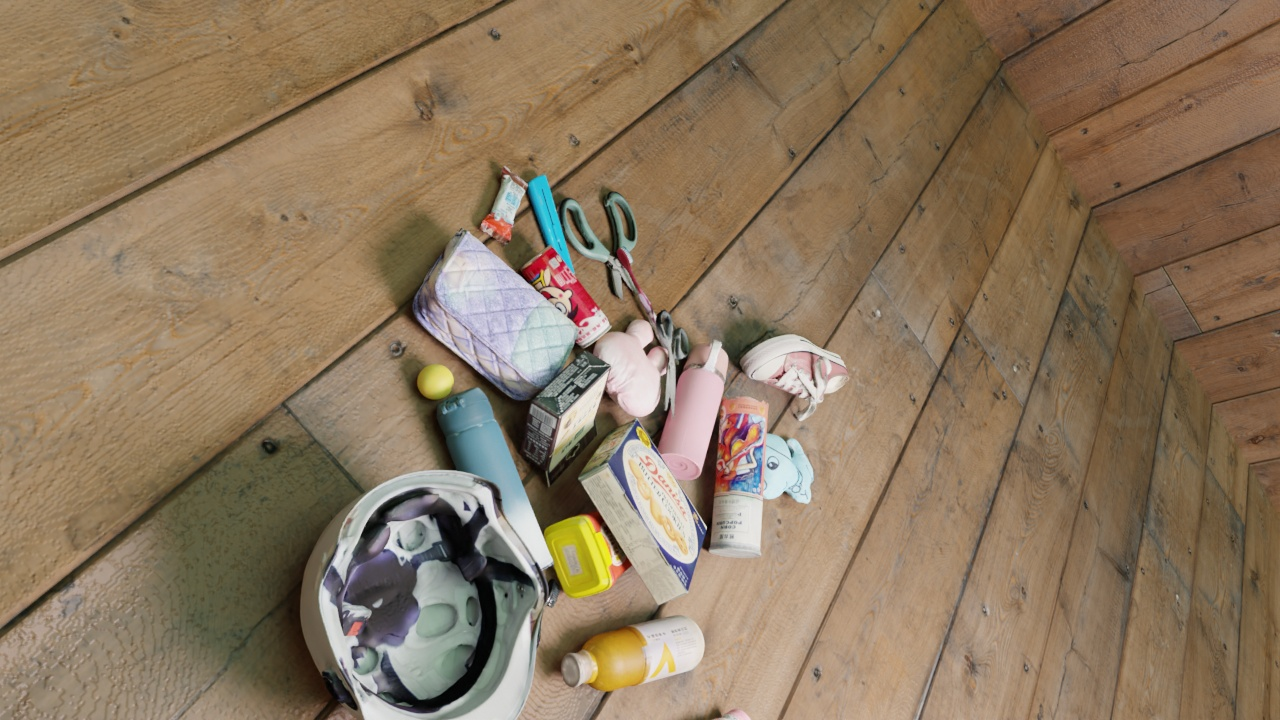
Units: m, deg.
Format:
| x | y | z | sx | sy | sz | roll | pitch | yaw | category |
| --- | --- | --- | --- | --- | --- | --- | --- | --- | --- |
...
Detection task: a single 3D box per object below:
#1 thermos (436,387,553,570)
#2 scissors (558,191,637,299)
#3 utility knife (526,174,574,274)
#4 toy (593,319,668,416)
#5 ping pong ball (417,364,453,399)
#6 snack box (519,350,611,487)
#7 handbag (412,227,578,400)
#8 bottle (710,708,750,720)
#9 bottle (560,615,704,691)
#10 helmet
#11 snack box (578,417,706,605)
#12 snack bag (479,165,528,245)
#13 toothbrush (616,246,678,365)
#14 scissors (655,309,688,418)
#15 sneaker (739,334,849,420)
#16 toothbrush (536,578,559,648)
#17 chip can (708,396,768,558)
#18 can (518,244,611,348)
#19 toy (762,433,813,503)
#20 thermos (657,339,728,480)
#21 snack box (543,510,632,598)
| x | y | z | sx | sy | sz | roll | pitch | yaw | category |
| --- | --- | --- | --- | --- | --- | --- | --- | --- | --- |
| -0.165 | 0.138 | 1.030 | 0.070 | 0.070 | 0.220 | -18 | 85 | -45 | thermos |
| -0.039 | -0.175 | 1.309 | 0.175 | 0.019 | 0.175 | 51 | 45 | -14 | scissors |
| -0.111 | -0.153 | 1.236 | 0.034 | 0.018 | 0.204 | -14 | 83 | -45 | utility knife |
| -0.007 | 0.007 | 1.236 | 0.121 | 0.054 | 0.159 | 57 | 33 | -8 | toy |
| -0.231 | 0.024 | 1.035 | 0.040 | 0.040 | 0.040 | 18 | 61 | -36 | ping pong ball |
| -0.089 | 0.069 | 1.107 | 0.053 | 0.126 | 0.113 | 32 | 45 | 13 | snack box |
| -0.173 | -0.052 | 1.097 | 0.194 | 0.076 | 0.133 | 43 | 45 | -22 | handbag |
| 0.064 | 0.478 | 1.095 | 0.196 | 0.068 | 0.068 | -16 | 83 | -48 | bottle |
| -0.008 | 0.347 | 1.080 | 0.189 | 0.068 | 0.068 | 2 | 71 | -42 | bottle |
| -0.220 | 0.240 | 0.880 | 0.228 | 0.146 | 0.258 | -26 | 99 | -44 | helmet |
| 0.008 | 0.178 | 1.128 | 0.178 | 0.046 | 0.182 | 58 | 17 | -7 | snack box |
| -0.175 | -0.202 | 1.191 | 0.048 | 0.026 | 0.104 | 34 | 52 | -35 | snack bag |
| 0.012 | -0.077 | 1.305 | 0.017 | 0.016 | 0.187 | -40 | 107 | -50 | toothbrush |
| 0.047 | 0.008 | 1.268 | 0.150 | 0.014 | 0.170 | 2 | 67 | -62 | scissors |
| 0.255 | 0.027 | 1.433 | 0.240 | 0.118 | 0.087 | 13 | 44 | -44 | sneaker |
| -0.122 | 0.333 | 1.022 | 0.018 | 0.014 | 0.188 | 44 | 48 | -35 | toothbrush |
| 0.138 | 0.161 | 1.272 | 0.071 | 0.071 | 0.214 | 20 | 66 | -35 | chip can |
| -0.096 | -0.082 | 1.189 | 0.133 | 0.053 | 0.053 | 53 | 46 | -9 | can |
| 0.205 | 0.158 | 1.368 | 0.156 | 0.050 | 0.161 | 46 | 38 | -16 | toy |
| 0.077 | 0.061 | 1.268 | 0.067 | 0.087 | 0.198 | 21 | 56 | -1 | thermos |
| -0.059 | 0.224 | 1.085 | 0.080 | 0.082 | 0.091 | -15 | 83 | -58 | snack box |
